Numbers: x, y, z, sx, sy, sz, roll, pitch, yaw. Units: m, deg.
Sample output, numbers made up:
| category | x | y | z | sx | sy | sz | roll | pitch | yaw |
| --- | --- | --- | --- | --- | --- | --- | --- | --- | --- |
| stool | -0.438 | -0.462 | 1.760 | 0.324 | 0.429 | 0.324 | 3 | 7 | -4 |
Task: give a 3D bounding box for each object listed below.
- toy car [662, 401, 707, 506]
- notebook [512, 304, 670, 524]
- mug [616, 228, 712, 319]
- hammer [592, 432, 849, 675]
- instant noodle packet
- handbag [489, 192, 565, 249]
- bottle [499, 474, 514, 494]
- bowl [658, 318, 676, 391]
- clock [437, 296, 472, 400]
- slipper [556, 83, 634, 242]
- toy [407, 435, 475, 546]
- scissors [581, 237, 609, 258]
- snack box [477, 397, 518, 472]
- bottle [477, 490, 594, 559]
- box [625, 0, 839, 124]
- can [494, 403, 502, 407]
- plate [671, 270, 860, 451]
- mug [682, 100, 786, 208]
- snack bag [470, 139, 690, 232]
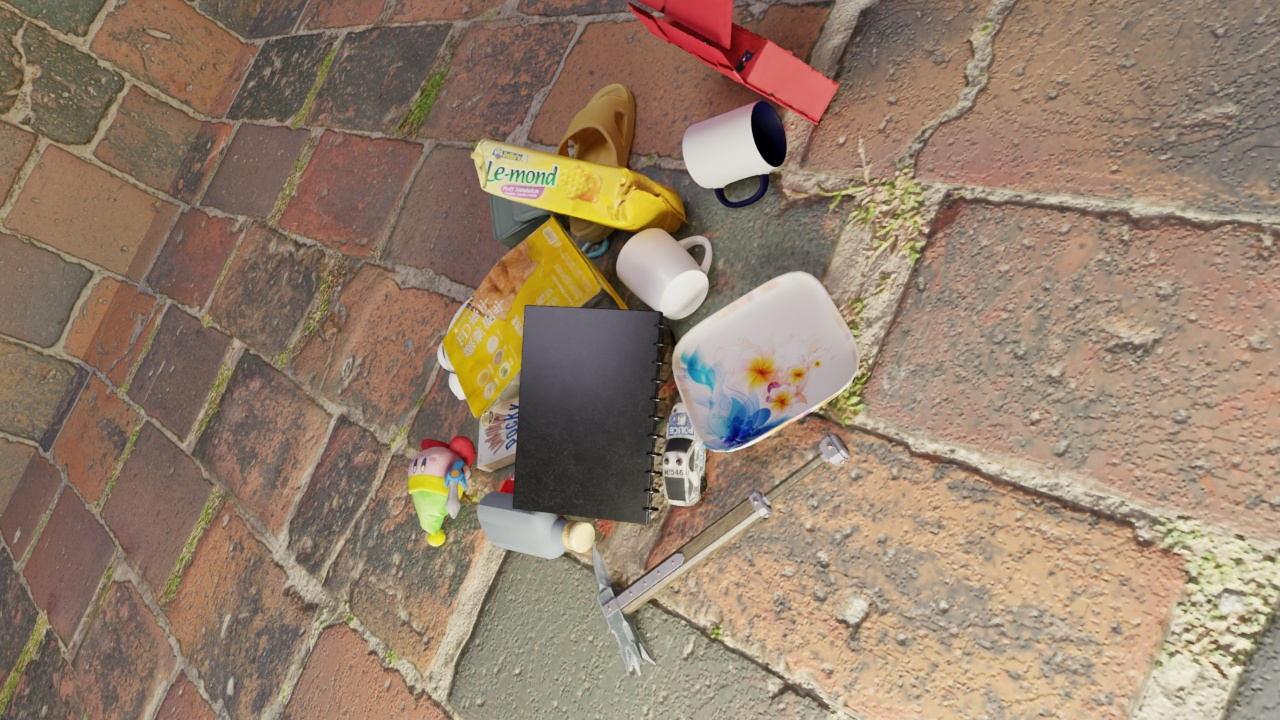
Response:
| category | x | y | z | sx | sy | sz | roll | pitch | yaw |
| --- | --- | --- | --- | --- | --- | --- | --- | --- | --- |
| toy car | 0.045 | 0.099 | 0.985 | 0.049 | 0.040 | 0.112 | -3 | 80 | 41 |
| notebook | -0.056 | 0.058 | 1.016 | 0.169 | 0.019 | 0.231 | 4 | 91 | 17 |
| mug | 0.042 | -0.108 | 1.088 | 0.114 | 0.081 | 0.087 | -31 | 50 | -14 |
| hammer | 0.078 | 0.171 | 0.929 | 0.317 | 0.028 | 0.147 | -40 | 55 | 18 |
| instant noodle packet | -0.141 | -0.047 | 1.119 | 0.222 | 0.084 | 0.163 | -41 | 48 | 7 |
| handbag | -0.164 | -0.225 | 1.333 | 0.106 | 0.067 | 0.121 | -30 | 51 | 26 |
| bottle | -0.145 | 0.156 | 1.143 | 0.119 | 0.036 | 0.036 | -32 | 51 | 27 |
| bowl | -0.007 | 0.006 | 1.074 | 0.121 | 0.056 | 0.121 | -19 | 46 | 21 |
| clock | -0.222 | -0.032 | 1.282 | 0.161 | 0.072 | 0.125 | -47 | 45 | 14 |
| slipper | -0.070 | -0.285 | 1.270 | 0.100 | 0.078 | 0.262 | -22 | 54 | 37 |
| toy | -0.263 | 0.171 | 1.228 | 0.124 | 0.097 | 0.131 | -5 | 47 | 34 |
| scissors | -0.101 | -0.122 | 1.261 | 0.141 | 0.014 | 0.090 | -11 | 60 | 36 |
| snack box | -0.151 | 0.086 | 1.192 | 0.150 | 0.026 | 0.081 | -23 | 56 | 32 |
| bottle | -0.121 | 0.196 | 1.076 | 0.161 | 0.072 | 0.046 | 1 | 32 | 43 |
| box | 0.073 | -0.393 | 1.027 | 0.124 | 0.315 | 0.211 | -43 | 44 | 2 |
| can | -0.156 | -0.017 | 1.202 | 0.170 | 0.067 | 0.067 | -46 | 44 | 0 |
| plate | 0.127 | 0.001 | 0.957 | 0.187 | 0.016 | 0.186 | -31 | 43 | 13 |
| mug | 0.114 | -0.238 | 1.086 | 0.097 | 0.078 | 0.112 | -9 | 91 | 39 |
| snack bag | -0.075 | -0.209 | 1.129 | 0.247 | 0.159 | 0.068 | 18 | 96 | 25 |
